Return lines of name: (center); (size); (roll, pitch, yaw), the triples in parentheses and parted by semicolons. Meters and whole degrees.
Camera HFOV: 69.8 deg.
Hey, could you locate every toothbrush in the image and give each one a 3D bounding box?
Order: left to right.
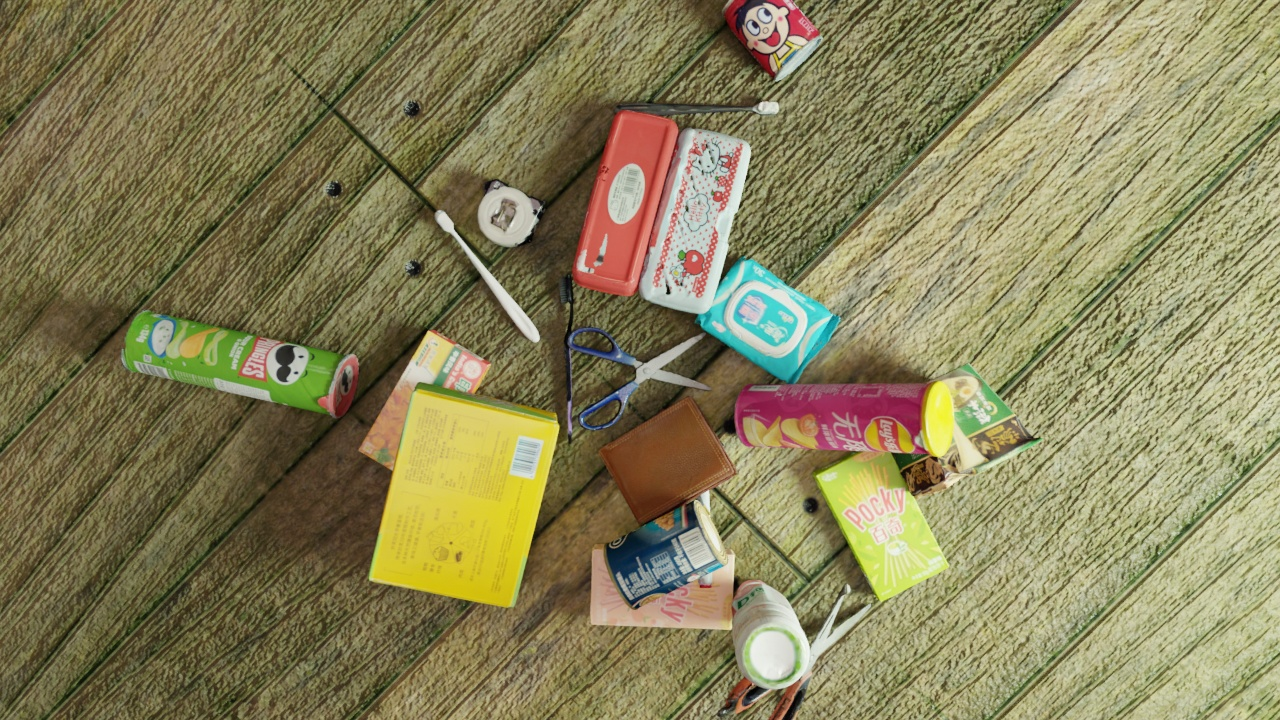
toothbrush: (-0.169, -0.092, 1.016); (0.016, 0.016, 0.180); (-38, 92, 4)
toothbrush: (-0.082, -0.001, 1.015); (0.017, 0.014, 0.189); (0, 92, 9)
toothbrush: (0.061, -0.275, 1.003); (0.181, 0.018, 0.015); (0, 94, 3)

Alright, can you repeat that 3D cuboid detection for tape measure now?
tape measure: (-0.144, -0.157, 1.003); (0.066, 0.033, 0.066); (24, 92, 2)

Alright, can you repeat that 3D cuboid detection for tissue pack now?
tissue pack: (0.136, -0.043, 0.989); (0.133, 0.050, 0.093); (32, 91, 0)

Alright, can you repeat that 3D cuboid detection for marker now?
marker: (0.068, 0.173, 0.996); (0.017, 0.017, 0.145); (-1, 77, 2)

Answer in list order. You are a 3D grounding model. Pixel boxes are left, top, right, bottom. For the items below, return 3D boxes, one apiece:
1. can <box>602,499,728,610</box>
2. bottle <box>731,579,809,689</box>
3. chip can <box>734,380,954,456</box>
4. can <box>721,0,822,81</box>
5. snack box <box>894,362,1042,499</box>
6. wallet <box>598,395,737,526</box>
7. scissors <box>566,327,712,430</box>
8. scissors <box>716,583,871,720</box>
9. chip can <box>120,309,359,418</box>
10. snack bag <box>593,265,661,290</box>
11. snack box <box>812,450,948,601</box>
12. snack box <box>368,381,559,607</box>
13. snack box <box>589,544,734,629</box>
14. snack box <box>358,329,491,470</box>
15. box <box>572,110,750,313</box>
can: (0.027, 0.201, 0.952); (0.111, 0.075, 0.075); (-28, 90, 9)
bottle: (0.124, 0.264, 0.924); (0.068, 0.197, 0.068); (0, 91, 2)
chip can: (0.200, 0.057, 0.925); (0.211, 0.071, 0.071); (-2, 92, 39)
can: (0.138, -0.354, 0.973); (0.066, 0.066, 0.094); (-40, 90, 2)
snack box: (0.322, 0.069, 0.955); (0.117, 0.118, 0.105); (-23, 78, -13)
wallet: (0.028, 0.109, 0.994); (0.124, 0.032, 0.101); (-31, 71, 3)
scissors: (-0.008, 0.014, 1.009); (0.162, 0.012, 0.174); (38, 92, -6)
scissors: (0.167, 0.334, 0.981); (0.225, 0.015, 0.189); (-23, 129, -27)
chip can: (-0.433, 0.004, 0.997); (0.236, 0.072, 0.072); (12, 92, 2)
snack bag: (-0.007, -0.108, 1.003); (0.104, 0.026, 0.048); (-12, 90, 1)
snack box: (0.262, 0.174, 1.003); (0.086, 0.026, 0.156); (-27, 90, 1)
snack box: (-0.187, 0.141, 0.976); (0.157, 0.070, 0.210); (13, 96, -9)
snack box: (0.024, 0.249, 1.012); (0.157, 0.026, 0.084); (2, 91, 2)
snack box: (-0.238, 0.052, 1.014); (0.077, 0.027, 0.156); (30, 92, -1)
box: (0.023, -0.160, 0.976); (0.158, 0.039, 0.201); (13, 81, 10)
